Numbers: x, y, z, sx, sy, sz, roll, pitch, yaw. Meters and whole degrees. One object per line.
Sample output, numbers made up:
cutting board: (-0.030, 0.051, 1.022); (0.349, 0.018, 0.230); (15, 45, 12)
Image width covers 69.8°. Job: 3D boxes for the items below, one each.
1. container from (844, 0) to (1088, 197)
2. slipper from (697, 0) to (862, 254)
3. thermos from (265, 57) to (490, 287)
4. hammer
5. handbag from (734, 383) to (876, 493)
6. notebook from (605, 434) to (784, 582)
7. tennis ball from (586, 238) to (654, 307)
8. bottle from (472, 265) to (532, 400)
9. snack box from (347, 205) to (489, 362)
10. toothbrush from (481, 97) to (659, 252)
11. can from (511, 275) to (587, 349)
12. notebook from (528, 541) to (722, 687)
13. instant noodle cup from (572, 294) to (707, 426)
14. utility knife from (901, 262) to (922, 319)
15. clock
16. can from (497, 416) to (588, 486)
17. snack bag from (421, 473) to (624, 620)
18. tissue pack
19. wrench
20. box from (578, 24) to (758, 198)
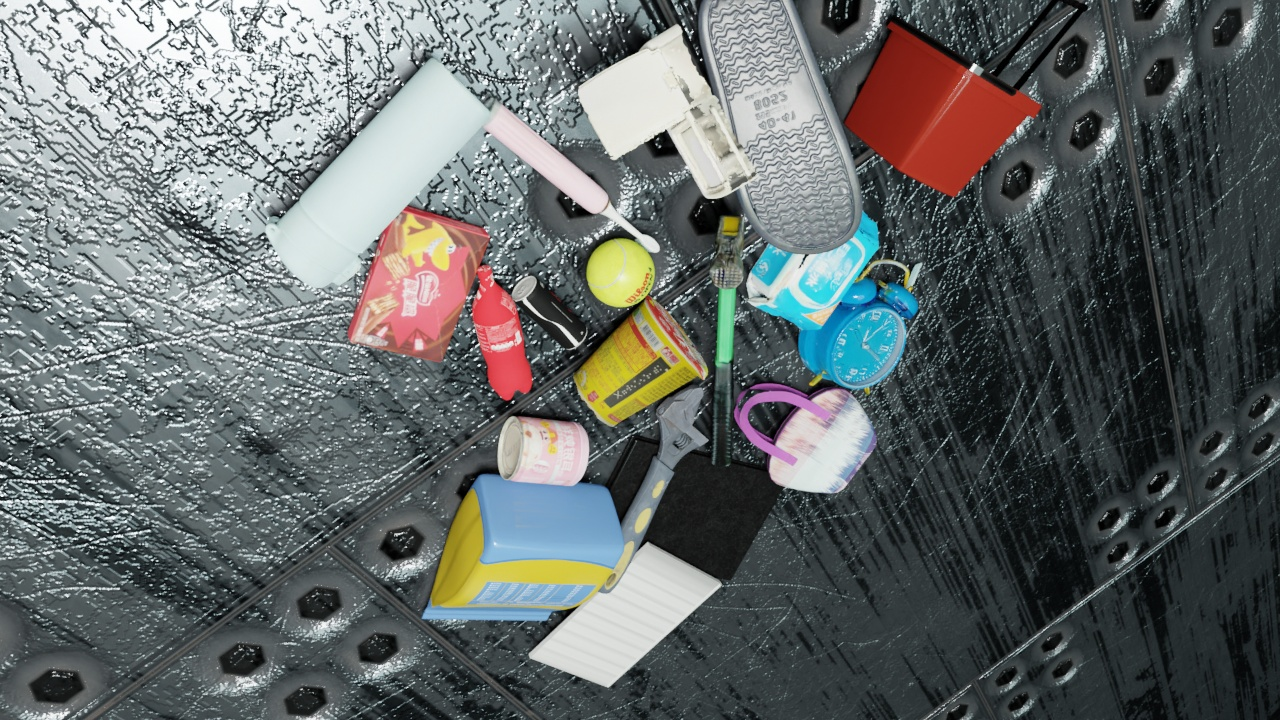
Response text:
container: (0.305, -0.274, 0.866); (0.127, 0.148, 0.201); (15, 120, -32)
slipper: (0.123, -0.226, 0.861); (0.111, 0.083, 0.268); (-20, 109, 8)
thermos: (-0.215, -0.149, 0.749); (0.207, 0.065, 0.078); (-45, 119, 5)
hammer: (0.088, -0.008, 0.957); (0.032, 0.130, 0.319); (3, 132, 6)
handbag: (0.184, 0.079, 1.074); (0.170, 0.068, 0.145); (27, 105, -27)
notebook: (0.051, 0.186, 1.096); (0.231, 0.019, 0.169); (17, 109, -31)
tennis ball: (-0.019, -0.084, 0.878); (0.065, 0.065, 0.065); (-11, 122, -19)
bottle: (-0.134, -0.026, 0.869); (0.042, 0.042, 0.142); (-19, 127, -14)
snack box: (-0.201, -0.068, 0.830); (0.089, 0.021, 0.133); (13, 112, -31)
toothbrush: (-0.059, -0.160, 0.839); (0.222, 0.027, 0.027); (36, 71, -36)
can: (-0.088, -0.046, 0.889); (0.031, 0.031, 0.080); (-43, 126, 3)
notebook: (-0.016, 0.319, 1.132); (0.210, 0.009, 0.142); (-45, 128, 13)
instant noodle cup: (-0.006, 0.005, 0.927); (0.112, 0.100, 0.100); (-38, 127, 13)
utility knife: (0.298, -0.042, 1.078); (0.022, 0.015, 0.159); (4, 119, -27)
clock: (0.246, -0.040, 1.028); (0.116, 0.060, 0.162); (7, 114, -28)
can: (-0.100, 0.093, 0.943); (0.076, 0.067, 0.067); (9, 114, -28)
snack bag: (-0.132, 0.224, 0.994); (0.158, 0.102, 0.206); (10, 130, -29)
tissue pack: (0.181, -0.104, 0.960); (0.092, 0.061, 0.144); (23, 106, -33)
wrench: (0.010, 0.149, 1.032); (0.073, 0.022, 0.274); (16, 108, -32)
box: (0.023, -0.190, 0.755); (0.101, 0.186, 0.145); (-29, 98, 11)
